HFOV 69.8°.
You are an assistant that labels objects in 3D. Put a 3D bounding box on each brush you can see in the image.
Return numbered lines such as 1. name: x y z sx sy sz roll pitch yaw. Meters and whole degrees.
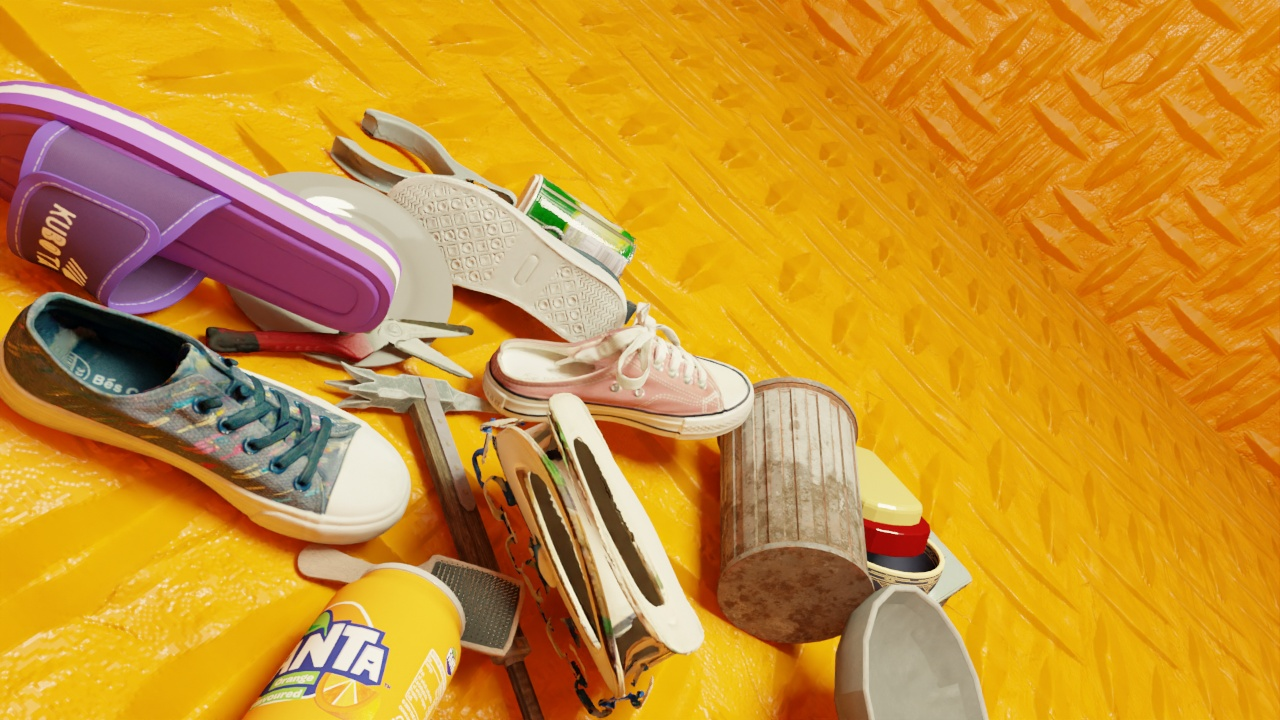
1. brush: -0.136 0.135 0.546 0.135 0.015 0.049 19 55 -8
2. brush: 0.216 0.127 0.893 0.082 0.042 0.173 8 18 -13

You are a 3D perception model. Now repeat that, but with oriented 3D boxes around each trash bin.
1. trash bin: 0.129 0.119 0.796 0.131 0.131 0.210 32 35 -18

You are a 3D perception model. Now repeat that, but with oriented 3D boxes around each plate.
1. plate: -0.229 -0.070 0.699 0.178 0.012 0.178 21 48 -25

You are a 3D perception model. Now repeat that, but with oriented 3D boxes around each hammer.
1. hammer: -0.100 0.141 0.606 0.146 0.028 0.316 11 44 -49

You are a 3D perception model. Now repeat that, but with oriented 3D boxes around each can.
1. can: -0.070 -0.126 0.912 0.121 0.067 0.067 31 34 -22
2. can: -0.147 0.175 0.463 0.079 0.079 0.142 39 32 -8

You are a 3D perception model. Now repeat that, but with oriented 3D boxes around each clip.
1. clip: -0.193 -0.189 0.865 0.171 0.029 0.141 23 37 -17

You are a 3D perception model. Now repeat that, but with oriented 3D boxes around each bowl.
1. bowl: 0.220 0.196 0.860 0.112 0.061 0.112 11 18 -4

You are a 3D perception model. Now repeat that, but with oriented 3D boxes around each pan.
1. pan: 0.151 0.287 0.600 0.356 0.041 0.178 -35 98 -52

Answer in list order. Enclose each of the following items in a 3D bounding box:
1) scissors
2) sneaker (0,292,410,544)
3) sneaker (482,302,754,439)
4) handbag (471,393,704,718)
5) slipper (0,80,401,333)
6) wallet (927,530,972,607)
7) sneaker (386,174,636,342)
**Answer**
1. scissors: -0.219 -0.033 0.656 0.179 0.015 0.192 51 43 5
2. sneaker: -0.234 0.027 0.519 0.235 0.079 0.087 27 48 -19
3. sneaker: -0.004 0.004 0.743 0.240 0.088 0.118 5 41 -28
4. handbag: -0.037 0.116 0.565 0.200 0.093 0.200 62 -4 12
5. slipper: -0.286 -0.068 0.556 0.266 0.108 0.083 23 51 -19
6. wallet: 0.272 0.195 0.947 0.100 0.054 0.131 -5 51 -52
7. sneaker: -0.109 -0.092 0.809 0.235 0.089 0.087 31 17 -8
